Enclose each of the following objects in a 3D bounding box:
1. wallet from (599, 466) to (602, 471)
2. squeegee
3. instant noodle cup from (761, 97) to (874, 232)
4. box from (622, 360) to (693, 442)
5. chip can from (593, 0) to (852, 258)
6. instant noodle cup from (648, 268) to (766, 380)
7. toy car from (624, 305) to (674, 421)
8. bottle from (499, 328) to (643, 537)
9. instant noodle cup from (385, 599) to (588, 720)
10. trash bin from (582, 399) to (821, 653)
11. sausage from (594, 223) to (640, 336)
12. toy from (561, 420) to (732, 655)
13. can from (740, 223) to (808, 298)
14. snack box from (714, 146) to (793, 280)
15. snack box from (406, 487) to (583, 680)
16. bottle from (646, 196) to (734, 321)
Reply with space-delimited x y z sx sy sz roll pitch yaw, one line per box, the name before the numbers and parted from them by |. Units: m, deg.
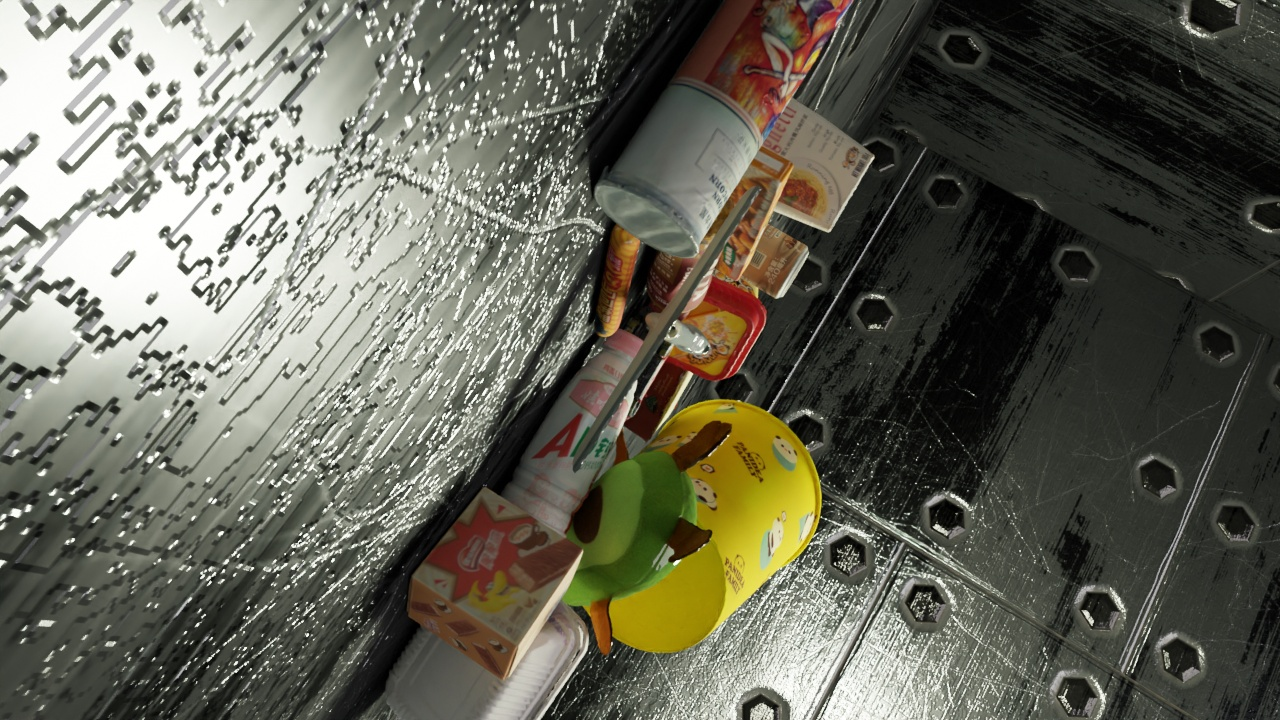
wallet | -0.091 0.156 0.916 0.120 0.019 0.097 -26 150 -53
squeegee | 0.029 -0.025 0.784 0.246 0.039 0.246 -57 169 5
instant noodle cup | 0.136 -0.179 0.826 0.116 0.124 0.116 -61 173 16
box | 0.036 0.017 1.140 0.091 0.079 0.169 -47 167 -54
chip can | 0.058 -0.169 0.551 0.214 0.071 0.071 -58 173 -10
instant noodle cup | 0.072 -0.061 0.980 0.123 0.116 0.116 -68 -178 -51
toy car | -0.005 0.005 0.913 0.120 0.053 0.045 -58 170 0
bottle | -0.055 0.064 0.790 0.196 0.068 0.068 -61 173 -10
instant noodle cup | -0.142 0.256 0.774 0.173 0.138 0.060 -55 150 2
trash bin | 0.057 0.185 1.034 0.254 0.229 0.230 -25 147 -60
sausage | -0.019 -0.058 0.686 0.021 0.021 0.165 -55 172 -26
toy | -0.017 0.148 0.811 0.248 0.090 0.226 -38 -148 40
can | 0.100 -0.112 0.888 0.058 0.116 0.058 -57 172 -13
snack box | 0.074 -0.133 0.786 0.026 0.075 0.154 -56 173 -25
snack box | -0.112 0.170 0.703 0.092 0.094 0.077 -53 170 -37
bottle | 0.038 -0.087 0.805 0.057 0.057 0.175 -56 172 -23
